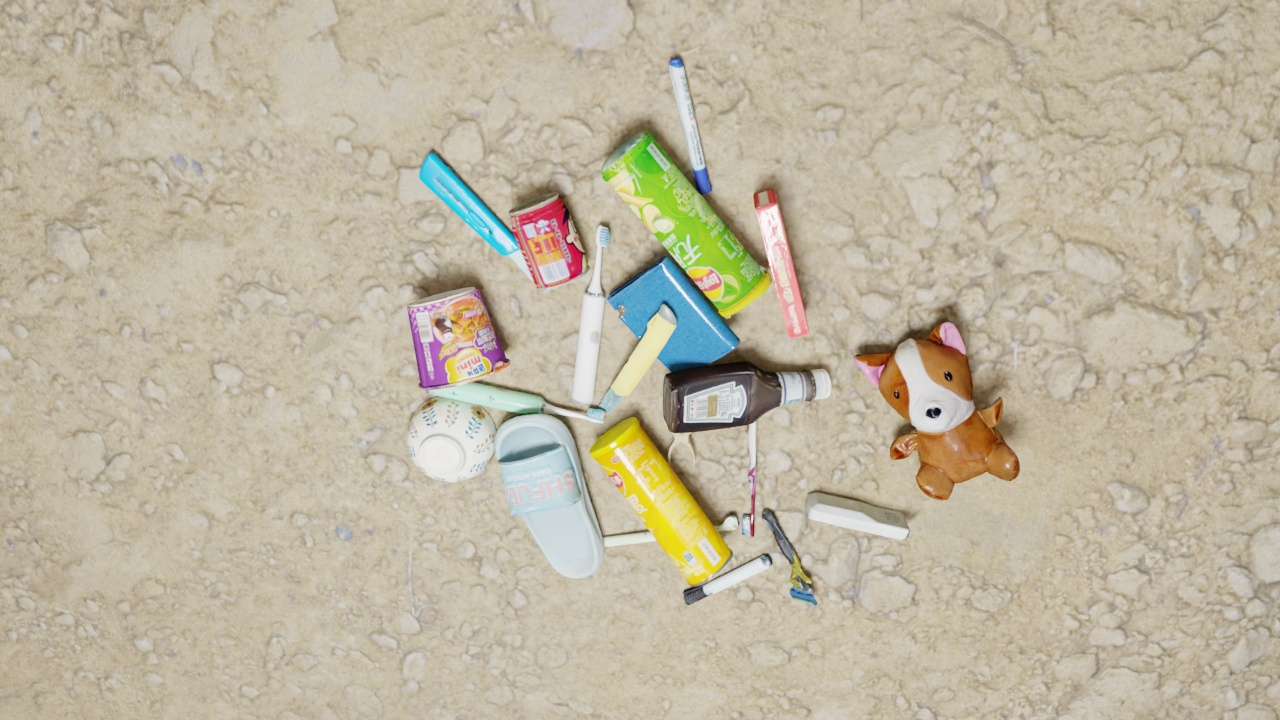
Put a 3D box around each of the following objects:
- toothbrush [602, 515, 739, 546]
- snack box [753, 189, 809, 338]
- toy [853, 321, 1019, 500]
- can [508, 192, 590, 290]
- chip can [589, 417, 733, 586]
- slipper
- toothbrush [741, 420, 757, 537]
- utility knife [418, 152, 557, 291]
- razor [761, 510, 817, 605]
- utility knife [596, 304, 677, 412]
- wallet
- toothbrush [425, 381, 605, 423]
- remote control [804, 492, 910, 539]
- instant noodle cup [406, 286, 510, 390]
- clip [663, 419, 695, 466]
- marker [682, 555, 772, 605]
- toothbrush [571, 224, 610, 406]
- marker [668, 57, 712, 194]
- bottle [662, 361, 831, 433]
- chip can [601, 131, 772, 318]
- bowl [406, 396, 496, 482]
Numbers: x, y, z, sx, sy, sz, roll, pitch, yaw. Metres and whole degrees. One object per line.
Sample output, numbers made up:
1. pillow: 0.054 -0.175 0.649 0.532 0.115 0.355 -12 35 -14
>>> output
1. toothbrush: 0.033 0.223 1.186 0.190 0.020 0.029 -10 143 10
2. snack box: 0.155 -0.107 1.011 0.025 0.075 0.153 -14 110 11
3. toy: 0.338 0.059 1.046 0.140 0.130 0.199 -22 99 19
4. can: -0.103 -0.134 1.026 0.066 0.066 0.094 -18 109 11
5. chip can: 0.027 0.173 1.124 0.072 0.072 0.213 -34 99 16
6. slipper: -0.117 0.177 1.143 0.104 0.074 0.245 -11 113 21
7. toothbrush: 0.136 0.139 1.145 0.017 0.016 0.188 4 113 14
8. utility knife: -0.173 -0.152 1.051 0.034 0.018 0.207 -41 105 17
9. razor: 0.190 0.251 1.183 0.043 0.022 0.143 -5 116 54
10. utility knife: -0.006 0.006 1.071 0.031 0.020 0.195 34 126 0
11. wallet: 0.036 -0.046 1.050 0.133 0.040 0.107 48 132 -13
12. toothbrush: -0.153 0.051 1.126 0.224 0.026 0.027 12 94 0
13. remote control: 0.267 0.191 1.137 0.125 0.049 0.024 13 109 -1
14. instant noodle cup: -0.216 -0.029 1.063 0.112 0.111 0.099 -12 101 9
15. clip: 0.062 0.083 1.119 0.081 0.034 0.104 -13 115 10
16. marker: 0.113 0.287 1.205 0.131 0.018 0.022 -31 97 16
17. toothbrush: -0.057 -0.051 1.078 0.026 0.026 0.221 25 118 36
18. marker: 0.054 -0.252 0.992 0.017 0.016 0.146 -12 111 9
19. bottle: 0.124 0.038 1.065 0.194 0.044 0.080 -7 124 -10
20. chip can: 0.049 -0.149 1.004 0.073 0.072 0.221 -38 105 17
21. bowl: -0.239 0.105 1.137 0.113 0.062 0.113 2 111 5
